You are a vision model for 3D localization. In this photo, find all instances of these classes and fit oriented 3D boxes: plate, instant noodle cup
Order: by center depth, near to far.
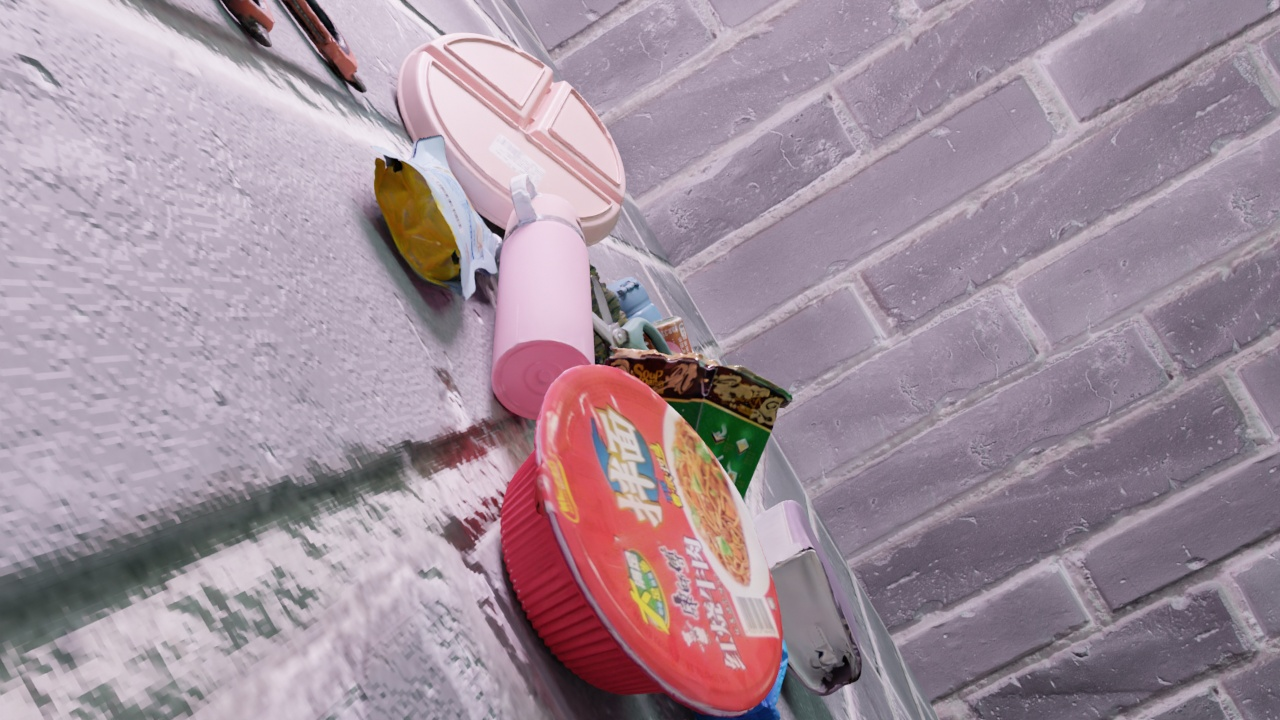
[{"bbox_3d":[-0.005,0.100,0.482,0.194,0.066,0.193,41,27,-28],"label":"instant noodle cup"},{"bbox_3d":[-0.102,-0.199,0.804,0.229,0.028,0.229,26,44,-29],"label":"plate"}]

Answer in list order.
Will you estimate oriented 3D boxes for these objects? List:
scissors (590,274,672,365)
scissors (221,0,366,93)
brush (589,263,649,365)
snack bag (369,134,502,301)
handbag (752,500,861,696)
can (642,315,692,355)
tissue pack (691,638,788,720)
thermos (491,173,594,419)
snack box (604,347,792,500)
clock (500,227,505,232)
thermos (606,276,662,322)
[{"bbox_3d":[-0.004,0.003,0.775,0.178,0.019,0.173,-34,110,-62],"label":"scissors"},{"bbox_3d":[-0.250,-0.262,0.579,0.222,0.015,0.188,55,9,-20],"label":"scissors"},{"bbox_3d":[-0.059,-0.051,0.829,0.145,0.063,0.073,55,-20,-15],"label":"brush"},{"bbox_3d":[-0.133,-0.101,0.629,0.110,0.039,0.191,55,6,-12],"label":"snack bag"},{"bbox_3d":[0.162,0.243,0.957,0.145,0.098,0.197,58,7,-2],"label":"handbag"},{"bbox_3d":[0.040,0.027,1.025,0.058,0.058,0.147,-59,131,-80],"label":"can"},{"bbox_3d":[0.045,0.164,0.588,0.095,0.052,0.157,104,-33,-54],"label":"tissue pack"},{"bbox_3d":[-0.070,-0.055,0.635,0.198,0.067,0.087,-96,168,-50],"label":"thermos"},{"bbox_3d":[0.032,0.058,0.697,0.117,0.118,0.105,25,74,-49],"label":"snack box"},{"bbox_3d":[-0.118,-0.171,0.888,0.116,0.056,0.161,61,9,5],"label":"clock"},{"bbox_3d":[0.023,0.004,1.087,0.220,0.070,0.070,58,9,-4],"label":"thermos"}]
